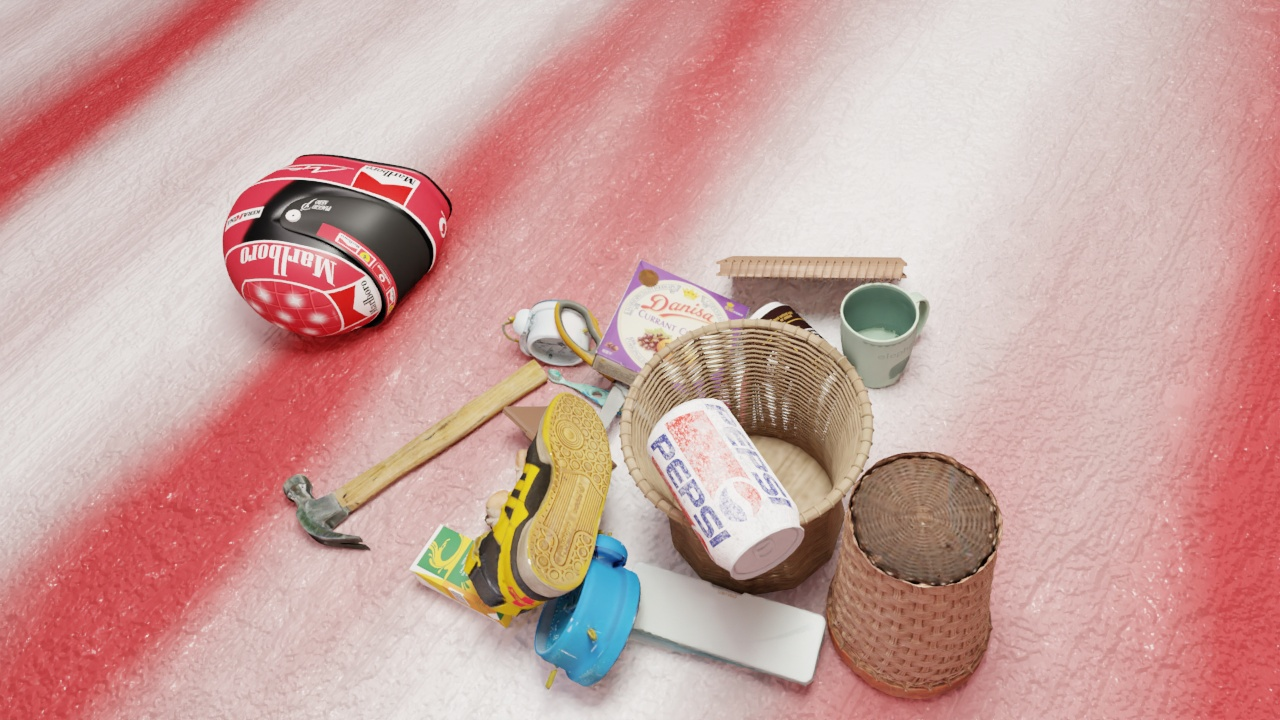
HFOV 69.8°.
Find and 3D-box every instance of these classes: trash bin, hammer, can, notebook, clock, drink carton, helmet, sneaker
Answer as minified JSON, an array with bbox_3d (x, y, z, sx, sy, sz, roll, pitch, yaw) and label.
[{"bbox_3d":[0.241,0.192,0.807,0.151,0.210,0.151,-6,53,8],"label":"trash bin"},{"bbox_3d":[-0.253,0.102,1.089,0.330,0.033,0.132,-35,53,-15],"label":"hammer"},{"bbox_3d":[0.180,-0.003,1.047,0.071,0.072,0.128,-33,59,-14],"label":"can"},{"bbox_3d":[0.204,-0.112,1.091,0.211,0.022,0.169,2,9,13],"label":"notebook"},{"bbox_3d":[-0.113,-0.035,1.131,0.118,0.083,0.057,4,61,9],"label":"clock"},{"bbox_3d":[-0.175,0.228,0.971,0.122,0.041,0.058,19,59,24],"label":"drink carton"},{"bbox_3d":[-0.406,-0.141,1.199,0.271,0.198,0.224,8,55,7],"label":"helmet"},{"bbox_3d":[-0.102,0.149,0.928,0.122,0.086,0.237,-41,26,35],"label":"sneaker"},{"bbox_3d":[-0.053,0.237,0.896,0.060,0.117,0.161,28,30,-16],"label":"clock"},{"bbox_3d":[0.067,0.101,0.742,0.078,0.078,0.136,-27,55,-9],"label":"can"}]

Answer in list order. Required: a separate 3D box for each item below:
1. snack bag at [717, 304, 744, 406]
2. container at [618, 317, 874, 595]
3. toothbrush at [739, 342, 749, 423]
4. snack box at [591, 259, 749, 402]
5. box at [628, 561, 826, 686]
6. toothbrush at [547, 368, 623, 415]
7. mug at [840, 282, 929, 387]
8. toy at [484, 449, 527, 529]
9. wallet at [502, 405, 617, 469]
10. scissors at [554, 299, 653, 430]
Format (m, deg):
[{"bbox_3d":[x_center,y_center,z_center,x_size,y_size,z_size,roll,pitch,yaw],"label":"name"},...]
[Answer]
[{"bbox_3d":[0.085,0.008,1.099,0.070,0.016,0.196,2,54,11],"label":"snack bag"},{"bbox_3d":[0.106,0.107,0.902,0.227,0.196,0.226,-5,55,7],"label":"container"},{"bbox_3d":[0.123,0.034,1.074,0.015,0.016,0.184,5,56,7],"label":"toothbrush"},{"bbox_3d":[0.036,-0.027,1.068,0.143,0.041,0.147,24,60,0],"label":"snack box"},{"bbox_3d":[0.077,0.257,0.893,0.199,0.071,0.084,11,37,17],"label":"box"},{"bbox_3d":[-0.059,0.039,1.105,0.135,0.017,0.022,23,61,26],"label":"toothbrush"},{"bbox_3d":[0.279,-0.031,1.033,0.111,0.104,0.084,-32,54,-12],"label":"mug"},{"bbox_3d":[-0.133,0.150,1.013,0.074,0.085,0.106,39,90,-9],"label":"toy"},{"bbox_3d":[-0.092,0.089,1.044,0.121,0.087,0.013,39,111,33],"label":"wallet"},{"bbox_3d":[-0.008,0.007,1.075,0.225,0.016,0.225,-24,73,-23],"label":"scissors"}]
